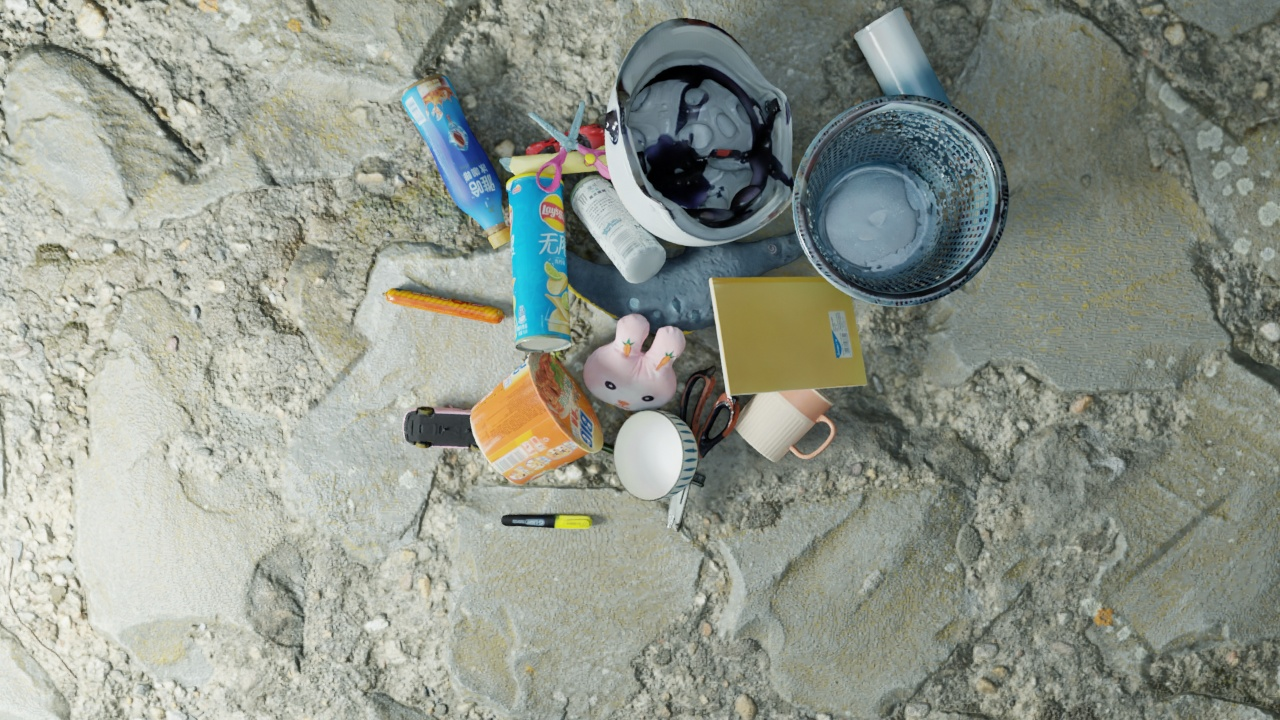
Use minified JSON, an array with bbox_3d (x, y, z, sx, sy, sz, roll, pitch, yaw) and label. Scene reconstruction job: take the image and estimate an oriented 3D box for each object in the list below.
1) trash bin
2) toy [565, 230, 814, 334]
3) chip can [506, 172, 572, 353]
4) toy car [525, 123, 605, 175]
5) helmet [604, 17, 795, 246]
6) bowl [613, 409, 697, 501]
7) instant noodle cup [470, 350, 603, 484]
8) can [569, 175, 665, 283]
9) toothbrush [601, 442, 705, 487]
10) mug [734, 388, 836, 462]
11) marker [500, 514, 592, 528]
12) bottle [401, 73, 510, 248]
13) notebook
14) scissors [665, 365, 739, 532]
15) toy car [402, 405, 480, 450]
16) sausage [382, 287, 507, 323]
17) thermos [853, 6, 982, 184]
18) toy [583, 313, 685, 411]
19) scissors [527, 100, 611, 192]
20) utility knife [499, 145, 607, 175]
[{"bbox_3d":[0.286,-0.174,1.074,0.227,0.195,0.226,0,92,5],"label":"trash bin"},{"bbox_3d":[0.050,-0.102,1.157,0.356,0.091,0.137,-8,71,1],"label":"toy"},{"bbox_3d":[-0.124,-0.119,1.120,0.071,0.071,0.210,-4,77,1],"label":"chip can"},{"bbox_3d":[-0.091,-0.263,1.154,0.106,0.031,0.049,-18,100,1],"label":"toy car"},{"bbox_3d":[0.055,-0.251,1.088,0.228,0.146,0.258,-16,84,-24],"label":"helmet"},{"bbox_3d":[0.029,0.122,1.181,0.117,0.066,0.116,-4,84,40],"label":"bowl"},{"bbox_3d":[-0.135,0.078,1.158,0.111,0.151,0.151,-34,98,14],"label":"instant noodle cup"},{"bbox_3d":[-0.029,-0.161,1.118,0.058,0.058,0.146,-39,58,6],"label":"can"},{"bbox_3d":[0.000,0.131,1.228,0.186,0.012,0.017,21,93,-3],"label":"toothbrush"},{"bbox_3d":[0.192,0.077,1.175,0.114,0.081,0.106,44,100,18],"label":"mug"},{"bbox_3d":[-0.127,0.218,1.241,0.124,0.015,0.018,1,96,2],"label":"marker"},{"bbox_3d":[-0.219,-0.243,1.141,0.065,0.065,0.219,-27,99,4],"label":"bottle"},{"bbox_3d":[0.184,-0.033,1.126,0.206,0.010,0.145,-4,79,-26],"label":"notebook"},{"bbox_3d":[0.078,0.122,1.192,0.194,0.015,0.206,-27,70,36],"label":"scissors"},{"bbox_3d":[-0.251,0.089,1.212,0.122,0.037,0.056,4,102,-13],"label":"toy car"},{"bbox_3d":[-0.254,-0.071,1.191,0.165,0.021,0.021,11,99,-2],"label":"sausage"},{"bbox_3d":[0.342,-0.320,1.124,0.070,0.070,0.220,-31,98,5],"label":"thermos"},{"bbox_3d":[-0.007,0.007,1.156,0.121,0.054,0.160,18,135,-5],"label":"toy"},{"bbox_3d":[-0.087,-0.256,1.117,0.133,0.017,0.135,38,75,-2],"label":"scissors"},{"bbox_3d":[-0.091,-0.246,1.131,0.162,0.018,0.031,-8,102,-14],"label":"utility knife"}]
